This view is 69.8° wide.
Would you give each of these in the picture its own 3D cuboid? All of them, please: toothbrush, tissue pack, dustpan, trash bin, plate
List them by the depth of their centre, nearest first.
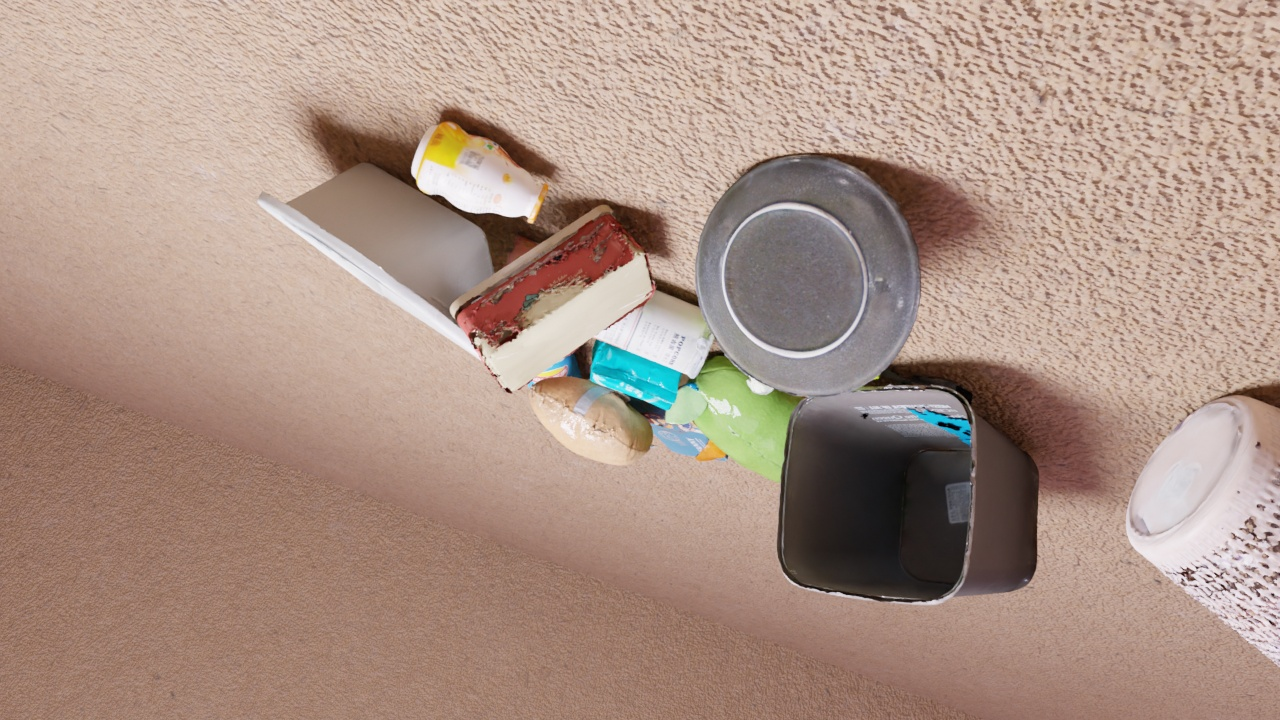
[{"bbox_3d":[0.113,-0.058,0.666,0.180,0.179,0.024,5,-165,34],"label":"plate"},{"bbox_3d":[0.516,0.137,0.726,0.192,0.227,0.228,31,160,6],"label":"trash bin"},{"bbox_3d":[-0.243,-0.070,0.863,0.223,0.142,0.258,32,143,22],"label":"dustpan"},{"bbox_3d":[0.097,-0.019,0.867,0.029,0.020,0.189,7,152,23],"label":"toothbrush"},{"bbox_3d":[0.281,0.142,0.918,0.199,0.198,0.219,-4,164,44],"label":"trash bin"},{"bbox_3d":[-0.006,0.006,0.979,0.093,0.050,0.133,21,-168,-6],"label":"tissue pack"}]

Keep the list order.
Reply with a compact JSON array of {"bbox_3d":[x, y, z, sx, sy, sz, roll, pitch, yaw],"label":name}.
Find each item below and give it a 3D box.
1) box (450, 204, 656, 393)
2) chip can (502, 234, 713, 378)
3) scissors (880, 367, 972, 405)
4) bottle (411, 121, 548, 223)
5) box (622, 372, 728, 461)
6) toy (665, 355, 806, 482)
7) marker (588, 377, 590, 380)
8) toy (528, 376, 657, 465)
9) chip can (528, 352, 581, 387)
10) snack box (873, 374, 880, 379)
[{"bbox_3d":[-0.069,-0.048,0.800,0.080,0.168,0.091,51,172,25],"label":"box"},{"bbox_3d":[-0.034,-0.053,0.905,0.214,0.071,0.071,21,159,-3],"label":"chip can"},{"bbox_3d":[0.246,0.009,0.897,0.147,0.014,0.172,3,150,39],"label":"scissors"},{"bbox_3d":[-0.132,-0.152,0.764,0.108,0.063,0.063,24,158,-9],"label":"bottle"},{"bbox_3d":[0.053,0.065,1.129,0.090,0.061,0.184,5,153,34],"label":"box"},{"bbox_3d":[0.147,0.076,1.029,0.246,0.089,0.228,37,128,-20],"label":"toy"},{"bbox_3d":[-0.041,0.012,1.142,0.017,0.016,0.146,24,158,-11],"label":"marker"},{"bbox_3d":[-0.048,0.069,1.047,0.143,0.082,0.226,34,177,7],"label":"toy"},{"bbox_3d":[-0.108,0.015,1.134,0.071,0.071,0.210,16,159,10],"label":"chip can"},{"bbox_3d":[0.146,-0.023,0.870,0.156,0.026,0.086,33,155,-20],"label":"snack box"}]
